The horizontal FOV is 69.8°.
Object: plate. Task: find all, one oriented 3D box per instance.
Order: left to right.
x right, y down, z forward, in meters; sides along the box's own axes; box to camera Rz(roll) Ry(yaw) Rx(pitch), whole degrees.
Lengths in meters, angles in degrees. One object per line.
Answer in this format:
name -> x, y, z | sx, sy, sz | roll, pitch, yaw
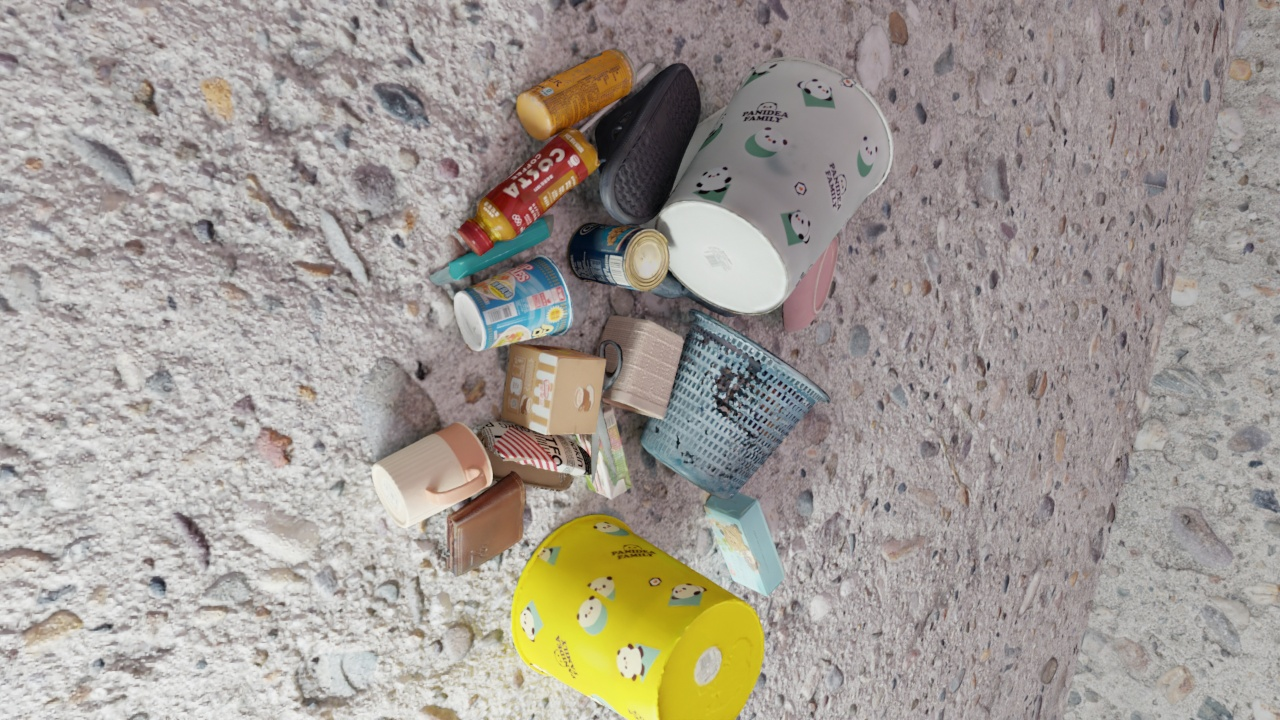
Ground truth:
plate -> 0.261, -0.133, 1.375 | 0.192, 0.039, 0.192 | 16, 89, -70

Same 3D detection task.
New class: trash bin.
trash bin -> 0.001, 0.344, 1.163 | 0.229, 0.256, 0.230 | -12, 109, -40
trash bin -> 0.109, 0.071, 1.241 | 0.226, 0.227, 0.195 | 34, 89, -42
trash bin -> 0.158, -0.208, 1.143 | 0.251, 0.230, 0.229 | -55, 131, -28

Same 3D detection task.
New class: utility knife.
utility knife -> -0.168, -0.126, 1.057 | 0.174, 0.013, 0.029 | -31, 117, -30

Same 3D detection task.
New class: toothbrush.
toothbrush -> -0.041, -0.316, 1.124 | 0.179, 0.016, 0.016 | -47, 122, -23

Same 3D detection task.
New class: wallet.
wallet -> -0.182, 0.195, 1.078 | 0.101, 0.032, 0.125 | -30, 149, -32

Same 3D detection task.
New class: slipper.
slipper -> -0.002, -0.267, 1.139 | 0.111, 0.083, 0.267 | 61, 42, -40

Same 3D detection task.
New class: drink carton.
drink carton -> -0.053, 0.117, 1.195 | 0.045, 0.054, 0.122 | -27, 118, -33

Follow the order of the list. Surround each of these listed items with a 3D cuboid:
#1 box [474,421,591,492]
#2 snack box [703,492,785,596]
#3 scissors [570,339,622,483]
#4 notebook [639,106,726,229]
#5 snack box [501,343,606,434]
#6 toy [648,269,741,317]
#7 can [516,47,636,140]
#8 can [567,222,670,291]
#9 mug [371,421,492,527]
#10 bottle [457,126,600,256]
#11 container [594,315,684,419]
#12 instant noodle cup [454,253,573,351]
box -> -0.139, 0.123, 1.121 | 0.163, 0.076, 0.086 | 15, 125, -41
snack box -> 0.162, 0.280, 1.419 | 0.051, 0.074, 0.175 | -40, 124, -29
scissors -> -0.051, 0.055, 1.127 | 0.163, 0.165, 0.014 | -53, 154, 8
notebook -> 0.072, -0.232, 1.250 | 0.208, 0.012, 0.150 | -39, 126, -28
snack box -> -0.104, 0.034, 1.099 | 0.077, 0.094, 0.093 | 3, 98, -43
toy -> 0.135, -0.135, 1.277 | 0.355, 0.091, 0.138 | -31, 118, -37
can -> -0.073, -0.310, 1.066 | 0.145, 0.058, 0.058 | -38, 123, -30
can -> -0.026, -0.127, 1.118 | 0.075, 0.111, 0.075 | -12, 108, -40
mug -> -0.221, 0.129, 1.003 | 0.105, 0.115, 0.082 | -26, 117, -33
bottle -> -0.127, -0.187, 1.030 | 0.174, 0.057, 0.057 | -42, 127, -8
container -> -0.007, 0.007, 1.188 | 0.089, 0.090, 0.111 | 25, 80, -43
instant noodle cup -> -0.147, -0.059, 1.042 | 0.109, 0.099, 0.099 | -21, 114, -30
